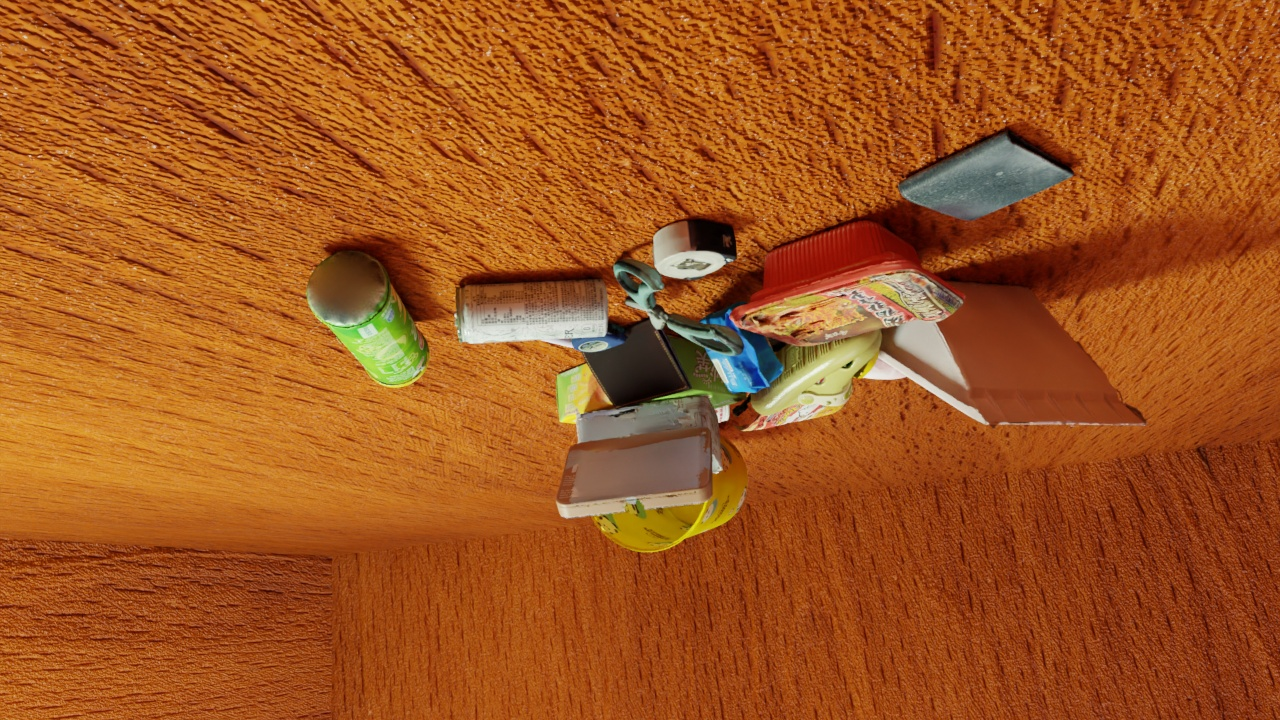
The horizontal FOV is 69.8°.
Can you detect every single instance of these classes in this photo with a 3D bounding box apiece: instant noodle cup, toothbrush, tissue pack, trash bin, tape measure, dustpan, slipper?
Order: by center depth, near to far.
[{"bbox_3d":[0.044,-0.098,0.822,0.066,0.033,0.066,5,160,-34],"label":"tape measure"},{"bbox_3d":[0.195,-0.071,0.885,0.189,0.079,0.164,-17,160,34],"label":"instant noodle cup"},{"bbox_3d":[0.106,-0.014,0.983,0.052,0.095,0.157,-28,180,-4],"label":"tissue pack"},{"bbox_3d":[0.374,0.013,1.021,0.222,0.273,0.139,4,137,-21],"label":"dustpan"},{"bbox_3d":[-0.129,-0.030,1.035,0.189,0.029,0.021,11,120,-48],"label":"toothbrush"},{"bbox_3d":[0.207,0.007,1.042,0.081,0.091,0.191,32,132,-21],"label":"slipper"},{"bbox_3d":[-0.052,-0.029,1.054,0.058,0.025,0.054,-19,158,31],"label":"tape measure"},{"bbox_3d":[0.160,0.043,1.256,0.017,0.012,0.185,-34,179,27],"label":"toothbrush"},{"bbox_3d":[0.060,0.207,1.593,0.230,0.229,0.255,-13,169,25],"label":"trash bin"}]

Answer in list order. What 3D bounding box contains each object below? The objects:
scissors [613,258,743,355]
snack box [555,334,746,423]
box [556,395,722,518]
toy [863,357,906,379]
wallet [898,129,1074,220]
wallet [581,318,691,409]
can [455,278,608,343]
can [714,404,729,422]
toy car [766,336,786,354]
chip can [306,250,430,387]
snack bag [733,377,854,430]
[{"bbox_3d":[0.039,-0.042,0.907,0.179,0.019,0.172,31,168,10],"label":"scissors"},{"bbox_3d":[0.012,0.035,1.216,0.157,0.070,0.211,10,158,-43],"label":"snack box"},{"bbox_3d":[0.006,0.114,1.132,0.179,0.124,0.273,-8,-175,9],"label":"box"},{"bbox_3d":[0.306,-0.008,1.151,0.159,0.054,0.121,-2,-162,-37],"label":"toy"},{"bbox_3d":[0.286,-0.148,0.755,0.120,0.019,0.097,7,159,-42],"label":"wallet"},{"bbox_3d":[-0.006,0.006,1.088,0.123,0.096,0.020,-18,-162,41],"label":"wallet"},{"bbox_3d":[-0.106,-0.049,0.904,0.146,0.058,0.058,-4,164,-7],"label":"can"},{"bbox_3d":[0.066,0.072,1.394,0.132,0.053,0.053,-4,164,-4],"label":"can"},{"bbox_3d":[0.146,-0.023,1.109,0.071,0.041,0.156,-1,162,-21],"label":"toy car"},{"bbox_3d":[-0.256,-0.034,0.882,0.072,0.072,0.221,-4,165,-4],"label":"chip can"},{"bbox_3d":[0.212,0.041,1.218,0.129,0.073,0.207,-49,158,25],"label":"snack bag"}]
